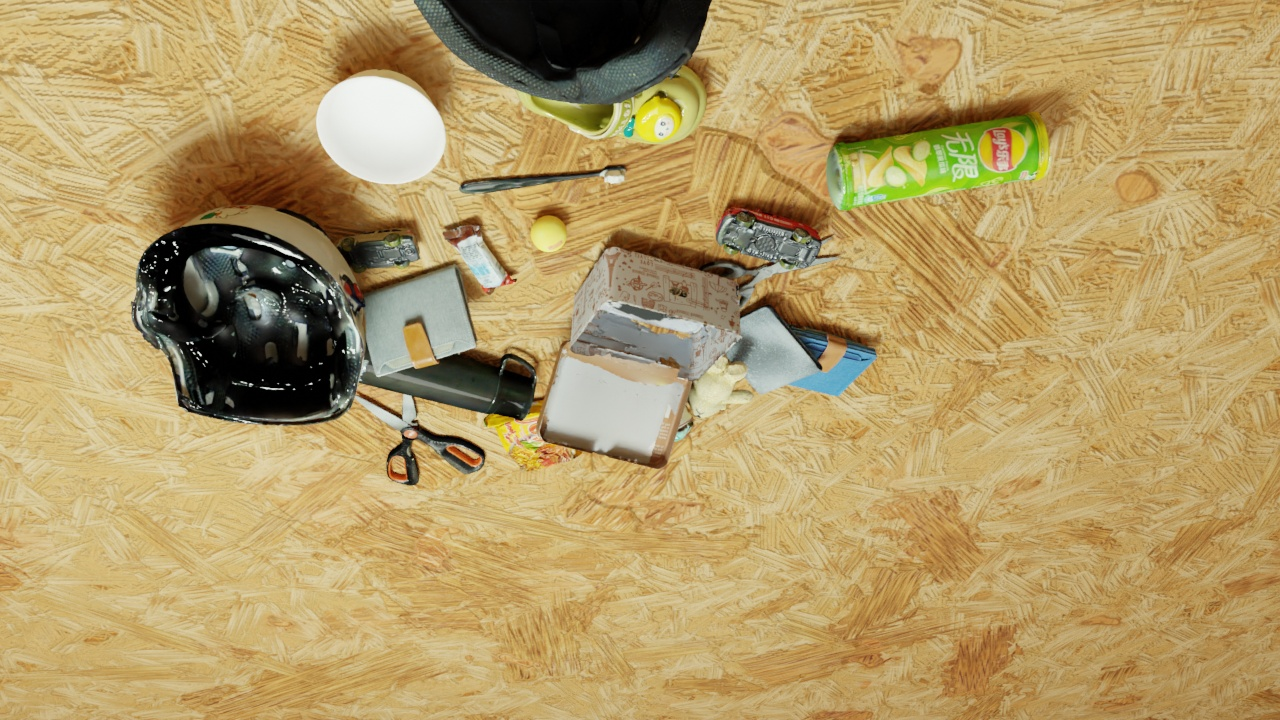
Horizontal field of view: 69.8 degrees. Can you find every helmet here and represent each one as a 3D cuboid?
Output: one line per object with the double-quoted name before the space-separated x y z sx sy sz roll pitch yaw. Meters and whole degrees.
"helmet" -0.402 -0.062 0.994 0.230 0.156 0.275 -2 128 0
"helmet" -0.048 -0.334 0.675 0.275 0.229 0.233 -38 122 21

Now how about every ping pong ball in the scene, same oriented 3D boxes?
"ping pong ball" -0.102 -0.141 1.021 0.040 0.040 0.040 -3 138 -3

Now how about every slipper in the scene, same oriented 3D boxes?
"slipper" -0.029 -0.245 0.886 0.190 0.081 0.092 9 139 -12

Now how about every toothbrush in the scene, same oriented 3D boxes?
"toothbrush" -0.105 -0.191 0.985 0.181 0.018 0.016 -5 141 2

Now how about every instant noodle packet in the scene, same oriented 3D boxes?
"instant noodle packet" -0.145 0.103 1.289 0.111 0.044 0.128 -18 136 8

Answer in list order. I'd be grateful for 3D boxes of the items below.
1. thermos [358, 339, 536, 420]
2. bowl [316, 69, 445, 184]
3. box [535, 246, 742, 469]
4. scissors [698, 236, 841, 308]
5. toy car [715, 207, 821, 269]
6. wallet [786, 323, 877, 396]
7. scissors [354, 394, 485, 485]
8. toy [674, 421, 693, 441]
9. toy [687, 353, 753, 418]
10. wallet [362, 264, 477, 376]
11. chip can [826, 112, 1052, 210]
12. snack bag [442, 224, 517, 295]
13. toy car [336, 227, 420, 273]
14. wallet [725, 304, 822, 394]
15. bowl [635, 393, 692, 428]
"thermos" -0.252 0.010 1.163 0.242 0.068 0.090 15 111 -24
"bowl" -0.245 -0.236 0.882 0.118 0.064 0.118 -3 137 -3
"box" -0.006 -0.002 1.115 0.179 0.130 0.273 15 120 -19
"scissors" 0.147 -0.106 1.106 0.166 0.014 0.163 14 135 -21
"toy car" 0.145 -0.141 1.044 0.120 0.045 0.053 13 133 -11
"wallet" 0.233 0.002 1.220 0.133 0.040 0.107 13 140 -19
"scissors" -0.320 0.116 1.299 0.220 0.021 0.226 23 131 -29
"toy" 0.033 0.107 1.307 0.092 0.030 0.096 -25 173 6
"toy" 0.098 0.031 1.197 0.105 0.066 0.157 26 156 2
"wallet" -0.263 -0.044 1.074 0.130 0.106 0.037 -16 176 10
"chip can" 0.308 -0.208 0.966 0.221 0.072 0.073 -9 138 3
"snack bag" -0.183 -0.114 1.053 0.045 0.026 0.105 -11 138 20
"toy car" -0.293 -0.125 1.024 0.090 0.035 0.042 -7 137 2
"wallet" 0.160 -0.013 1.176 0.097 0.019 0.121 -26 118 37
"bowl" 0.007 0.073 1.240 0.114 0.113 0.062 -23 94 19
